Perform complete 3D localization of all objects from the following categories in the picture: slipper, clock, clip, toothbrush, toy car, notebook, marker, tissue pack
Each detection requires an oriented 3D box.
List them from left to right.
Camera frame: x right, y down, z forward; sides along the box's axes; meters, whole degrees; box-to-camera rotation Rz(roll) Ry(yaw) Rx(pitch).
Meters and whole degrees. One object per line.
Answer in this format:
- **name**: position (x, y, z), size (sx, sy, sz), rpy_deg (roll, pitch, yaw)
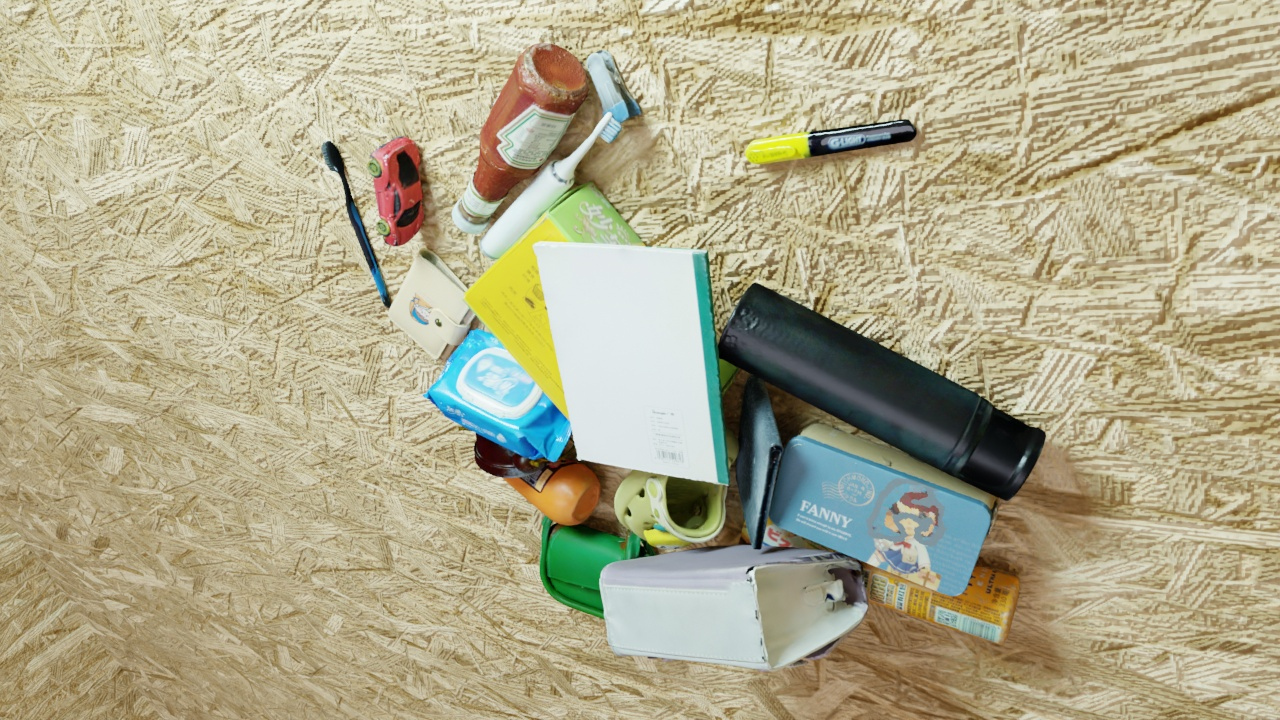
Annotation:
- **toothbrush**: position (-0.291, -0.136, 0.947), size (0.016, 0.014, 0.190), rpy_deg (10, 128, 30)
- **toy car**: position (-0.225, -0.155, 0.860), size (0.031, 0.049, 0.106), rpy_deg (23, 132, 21)
- **tissue pack**: position (-0.128, 0.032, 0.901), size (0.157, 0.094, 0.052), rpy_deg (24, 153, 17)
- **clock**: position (-0.122, 0.081, 0.947), size (0.122, 0.081, 0.055), rpy_deg (17, 124, 27)
- **toothbrush**: position (-0.079, -0.143, 0.769), size (0.026, 0.026, 0.222), rpy_deg (39, 143, -14)
- **clip**: position (-0.023, -0.209, 0.702), size (0.027, 0.044, 0.058), rpy_deg (-15, 108, 42)
- **notebook**: position (-0.004, 0.004, 0.748), size (0.151, 0.012, 0.209), rpy_deg (7, 121, 27)
- **slipper**: position (0.034, 0.129, 0.847), size (0.091, 0.081, 0.191), rpy_deg (3, 144, -17)
- **marker**: position (0.130, -0.152, 0.640), size (0.124, 0.015, 0.018), rpy_deg (0, 125, 33)

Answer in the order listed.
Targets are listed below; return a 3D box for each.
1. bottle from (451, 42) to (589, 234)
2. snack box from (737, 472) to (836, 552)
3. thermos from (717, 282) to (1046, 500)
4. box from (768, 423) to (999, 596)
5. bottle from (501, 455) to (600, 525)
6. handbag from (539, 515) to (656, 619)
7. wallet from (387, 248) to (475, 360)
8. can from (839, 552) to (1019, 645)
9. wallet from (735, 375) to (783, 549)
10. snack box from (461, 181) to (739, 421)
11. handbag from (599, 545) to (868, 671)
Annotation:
- **bottle**: position (-0.109, -0.173, 0.762), size (0.060, 0.059, 0.207), rpy_deg (45, 141, -2)
- **snack box**: position (0.140, 0.174, 0.871), size (0.087, 0.033, 0.141), rpy_deg (25, 132, 18)
- **thermos**: position (0.178, 0.029, 0.711), size (0.242, 0.068, 0.090), rpy_deg (29, 154, 13)
- **box**: position (0.193, 0.116, 0.756), size (0.184, 0.059, 0.090), rpy_deg (17, 111, 21)
- **bottle**: position (-0.115, 0.120, 0.991), size (0.149, 0.066, 0.067), rpy_deg (26, 134, 26)
- **handbag**: position (-0.044, 0.221, 1.017), size (0.131, 0.067, 0.120), rpy_deg (13, 122, 28)
- **wallet**: position (-0.214, -0.052, 0.951), size (0.087, 0.024, 0.115), rpy_deg (42, 135, -1)
- **can**: position (0.246, 0.194, 0.793), size (0.146, 0.058, 0.058), rpy_deg (13, 129, 26)
- **wallet**: position (0.099, 0.088, 0.786), size (0.019, 0.097, 0.121), rpy_deg (1, 125, -4)
- **snack box**: position (-0.036, -0.028, 0.811), size (0.210, 0.069, 0.158), rpy_deg (49, 135, -7)
- **handbag**: position (0.079, 0.211, 0.801), size (0.197, 0.144, 0.098), rpy_deg (-14, 86, 50)
